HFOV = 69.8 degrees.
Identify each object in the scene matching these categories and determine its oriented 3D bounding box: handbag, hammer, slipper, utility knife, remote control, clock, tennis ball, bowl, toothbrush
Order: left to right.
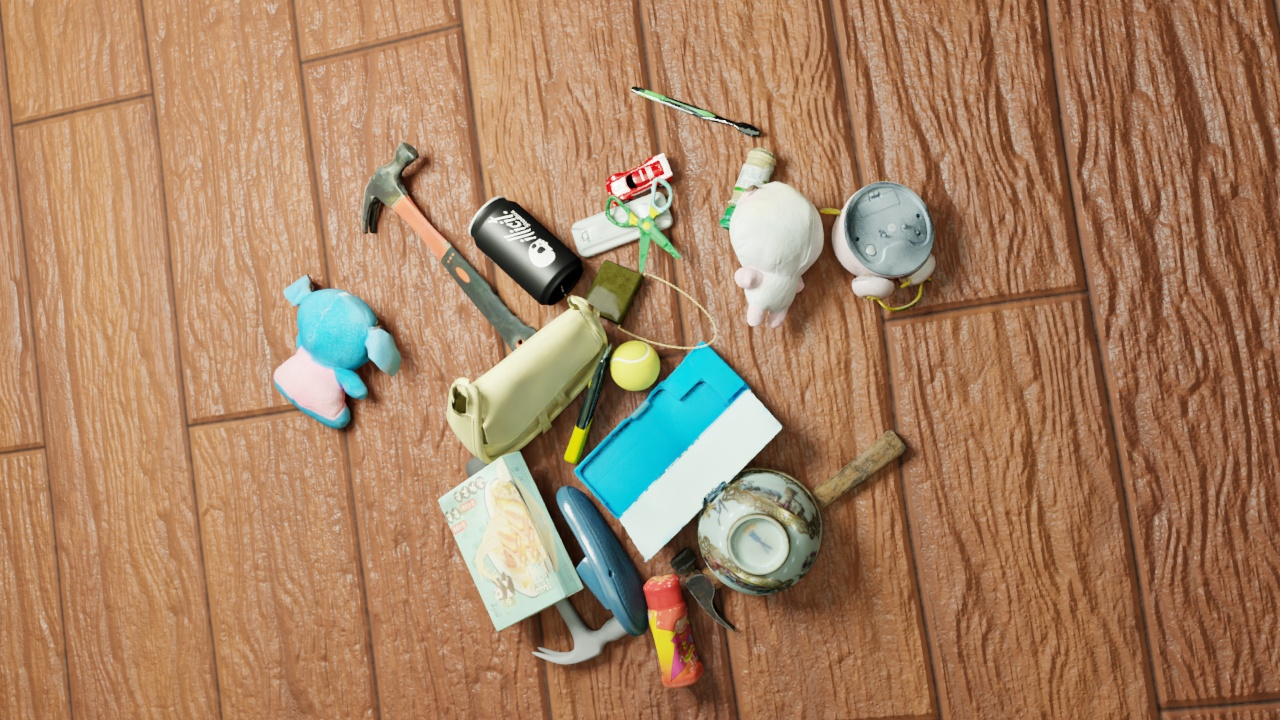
[{"bbox_3d":[-0.255,-0.132,1.254,0.133,0.033,0.333,-44,84,19],"label":"hammer"},{"bbox_3d":[-0.147,0.264,1.231,0.125,0.029,0.311,-34,82,8],"label":"hammer"},{"bbox_3d":[-0.139,0.025,1.167,0.232,0.191,0.088,-39,76,-10],"label":"handbag"},{"bbox_3d":[-0.066,0.057,1.197,0.020,0.028,0.175,22,109,6],"label":"utility knife"},{"bbox_3d":[-0.055,0.259,1.177,0.059,0.103,0.213,-32,79,10],"label":"slipper"},{"bbox_3d":[-0.025,-0.181,1.220,0.133,0.022,0.050,-19,85,10],"label":"remote control"},{"bbox_3d":[-0.007,0.007,1.190,0.065,0.065,0.065,0,88,11],"label":"tennis ball"},{"bbox_3d":[0.017,-0.065,1.198,0.178,0.027,0.084,24,86,17],"label":"handbag"},{"bbox_3d":[0.072,-0.329,1.211,0.188,0.017,0.014,24,89,14],"label":"toothbrush"},{"bbox_3d":[0.143,0.213,1.108,0.160,0.094,0.160,0,90,8],"label":"bowl"},{"bbox_3d":[0.201,0.206,1.163,0.330,0.033,0.120,-38,86,8],"label":"hammer"},{"bbox_3d":[0.299,-0.137,1.119,0.116,0.059,0.158,-24,89,-14],"label":"clock"}]

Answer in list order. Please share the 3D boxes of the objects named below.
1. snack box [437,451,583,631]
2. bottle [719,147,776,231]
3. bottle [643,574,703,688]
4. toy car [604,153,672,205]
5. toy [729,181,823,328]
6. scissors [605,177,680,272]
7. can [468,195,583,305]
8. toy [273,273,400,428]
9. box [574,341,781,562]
[{"bbox_3d":[-0.170,0.234,1.184,0.142,0.044,0.193,-34,78,34],"label":"snack box"},{"bbox_3d":[0.139,-0.217,1.179,0.043,0.042,0.110,22,91,11],"label":"bottle"},{"bbox_3d":[0.040,0.342,1.168,0.048,0.071,0.134,-15,88,21],"label":"bottle"},{"bbox_3d":[-0.002,-0.240,1.215,0.089,0.025,0.038,-22,84,10],"label":"toy car"},{"bbox_3d":[0.167,-0.129,1.133,0.101,0.138,0.180,20,107,46],"label":"toy"},{"bbox_3d":[0.014,-0.181,1.194,0.127,0.011,0.123,44,98,8],"label":"scissors"},{"bbox_3d":[-0.151,-0.145,1.215,0.146,0.080,0.080,42,96,9],"label":"can"},{"bbox_3d":[-0.440,-0.016,1.270,0.224,0.098,0.192,35,106,18],"label":"toy"},{"bbox_3d":[0.051,0.117,1.176,0.243,0.060,0.175,-46,59,7],"label":"box"}]
